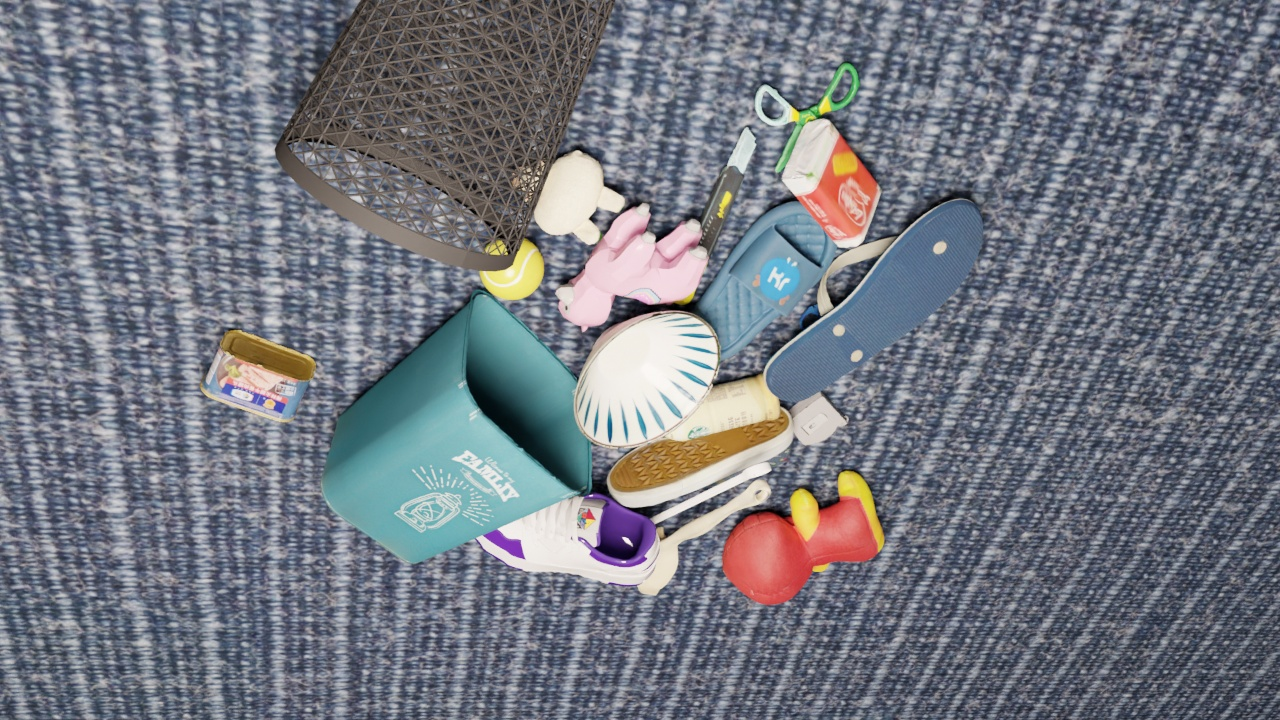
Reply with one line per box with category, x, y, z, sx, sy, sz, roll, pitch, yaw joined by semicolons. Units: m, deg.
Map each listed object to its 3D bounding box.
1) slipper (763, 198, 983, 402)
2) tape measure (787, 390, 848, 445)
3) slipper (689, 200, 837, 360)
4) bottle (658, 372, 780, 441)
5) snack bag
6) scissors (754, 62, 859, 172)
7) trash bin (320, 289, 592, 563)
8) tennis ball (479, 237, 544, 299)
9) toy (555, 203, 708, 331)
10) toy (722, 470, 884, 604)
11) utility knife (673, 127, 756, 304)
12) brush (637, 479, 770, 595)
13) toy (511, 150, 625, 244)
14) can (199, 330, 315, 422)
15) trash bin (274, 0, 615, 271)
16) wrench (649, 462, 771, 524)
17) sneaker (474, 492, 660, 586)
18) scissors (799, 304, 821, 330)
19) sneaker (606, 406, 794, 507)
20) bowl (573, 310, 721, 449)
slipper;0.253;-0.066;1.020;0.295;0.060;0.118;-41;124;11
tape measure;0.214;0.073;1.126;0.062;0.020;0.060;-38;121;15
slipper;0.132;-0.075;0.992;0.103;0.059;0.214;28;116;-28
bottle;0.079;0.059;1.071;0.162;0.056;0.057;-13;124;-1
snack bag;0.194;-0.177;0.921;0.116;0.036;0.076;39;66;-36
scissors;0.165;-0.243;0.914;0.131;0.011;0.126;19;119;-24
trash bin;-0.195;0.084;0.966;0.219;0.198;0.196;-32;123;19
tennis ball;-0.130;-0.094;0.926;0.065;0.065;0.065;-5;124;-7
toy;-0.010;-0.086;0.947;0.123;0.067;0.158;14;137;-28
toy;0.210;0.238;1.194;0.216;0.098;0.147;-25;116;1
utility knife;0.075;-0.147;0.958;0.028;0.020;0.203;12;119;-20
brush;0.068;0.210;1.127;0.062;0.077;0.273;5;145;-36
toy;-0.073;-0.164;0.900;0.112;0.050;0.087;25;111;-15
can;-0.398;0.016;0.957;0.099;0.054;0.059;23;115;-23
trash bin;-0.146;-0.235;0.755;0.217;0.216;0.244;23;109;-23
wrench;0.056;0.172;1.095;0.047;0.009;0.274;-2;157;-41
sneaker;-0.089;0.194;1.069;0.244;0.091;0.111;16;148;-5
scissors;0.207;-0.015;1.074;0.127;0.014;0.134;-16;129;5
sneaker;0.078;0.132;1.106;0.235;0.087;0.079;-20;130;-1
bowl;-0.006;0.006;0.993;0.177;0.071;0.178;-19;133;-22
